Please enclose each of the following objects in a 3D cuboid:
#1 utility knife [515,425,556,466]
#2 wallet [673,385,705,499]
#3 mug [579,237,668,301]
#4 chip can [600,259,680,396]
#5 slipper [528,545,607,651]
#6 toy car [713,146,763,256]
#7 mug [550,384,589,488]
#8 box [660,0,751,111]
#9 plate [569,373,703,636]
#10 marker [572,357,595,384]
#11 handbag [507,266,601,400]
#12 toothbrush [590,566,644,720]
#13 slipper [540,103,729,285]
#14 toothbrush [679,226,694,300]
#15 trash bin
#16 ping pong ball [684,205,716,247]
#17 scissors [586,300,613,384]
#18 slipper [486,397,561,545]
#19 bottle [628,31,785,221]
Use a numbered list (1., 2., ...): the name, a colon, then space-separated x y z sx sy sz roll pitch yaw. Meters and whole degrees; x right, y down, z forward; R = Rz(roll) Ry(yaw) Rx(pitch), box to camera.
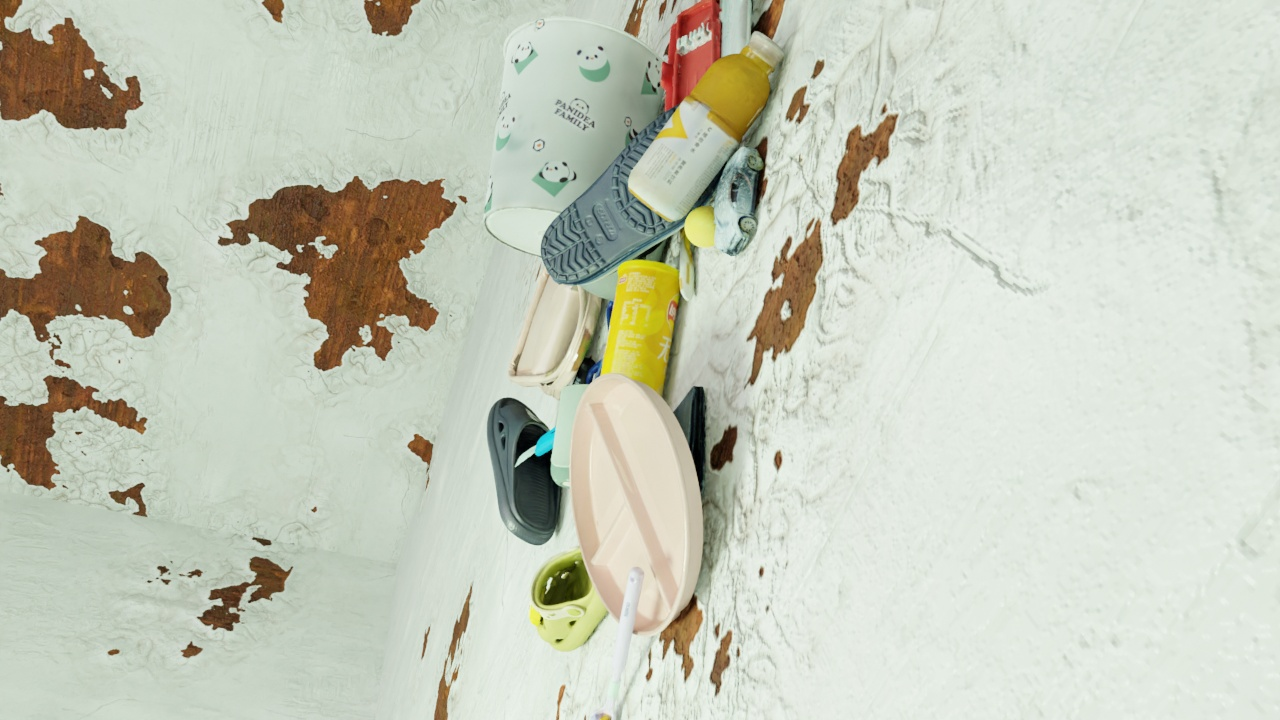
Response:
1. utility knife: -0.102 0.092 1.178 0.192 0.018 0.034 -36 31 33
2. wallet: 0.033 0.094 0.840 0.097 0.019 0.120 124 157 -51
3. mug: -0.013 -0.125 1.101 0.123 0.084 0.103 -34 -36 -76
4. chip can: -0.006 0.006 0.951 0.072 0.072 0.213 148 134 -68
5. slipper: -0.076 0.239 0.971 0.191 0.081 0.091 126 156 -47
6. toy car: 0.087 -0.147 0.845 0.049 0.031 0.105 139 142 -64
7. mug: -0.055 0.084 1.003 0.112 0.082 0.106 83 -166 -72
8. box: 0.082 -0.352 1.018 0.161 0.060 0.200 -39 37 45
9. plate: -0.007 0.124 0.808 0.230 0.028 0.229 17 109 62
10. marker: -0.093 0.050 1.303 0.022 0.020 0.132 -64 -1 -56
11. handbag: -0.103 -0.041 1.264 0.234 0.093 0.193 -171 99 -75
12. toothbrush: -0.019 0.255 0.801 0.021 0.029 0.189 -33 -40 -54
13. slipper: 0.003 -0.165 0.988 0.253 0.105 0.095 -38 -10 23
14. toothbrush: 0.051 -0.135 0.985 0.018 0.016 0.191 -48 30 42
15. trash bin: -0.094 -0.279 1.217 0.230 0.229 0.251 151 131 -69
16. ping pong ball: 0.063 -0.130 0.892 0.040 0.040 0.040 -166 91 -74
17. scissors: -0.039 -0.013 1.189 0.163 0.012 0.175 122 155 -44
18. slipper: -0.147 0.138 1.291 0.083 0.110 0.267 -45 34 22
19. bottle: 0.065 -0.223 0.873 0.190 0.068 0.068 -52 21 11
